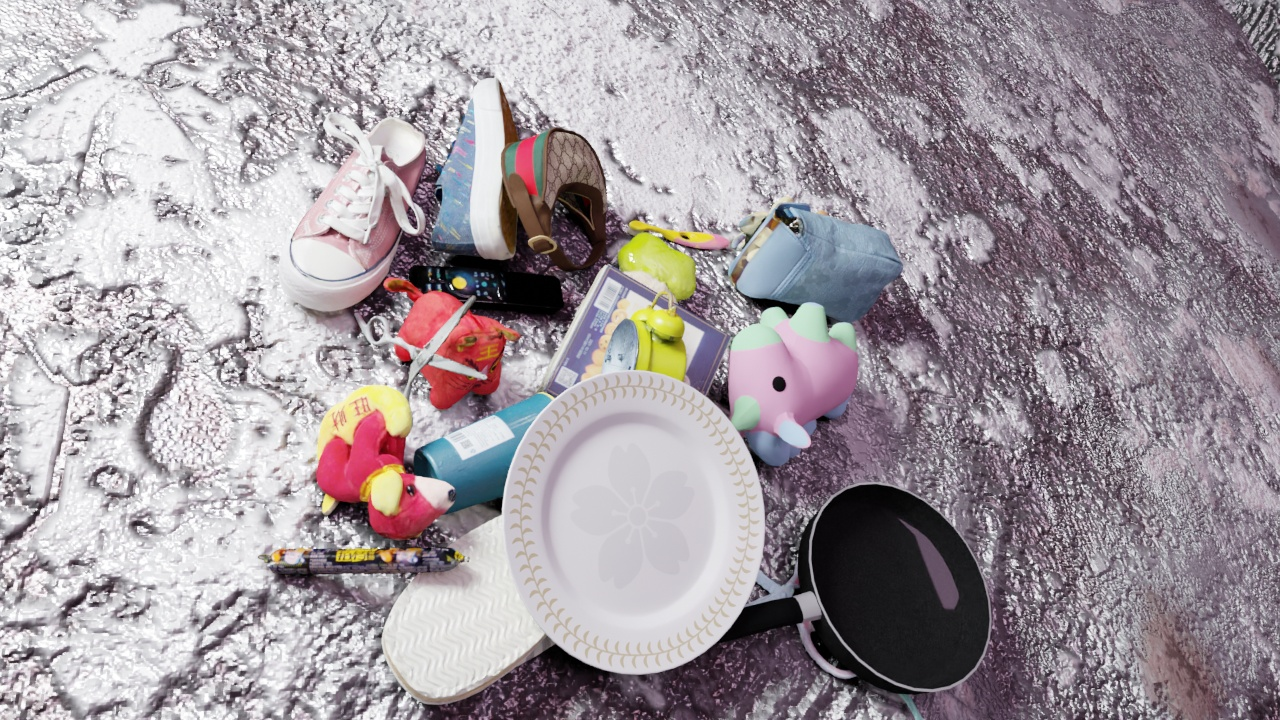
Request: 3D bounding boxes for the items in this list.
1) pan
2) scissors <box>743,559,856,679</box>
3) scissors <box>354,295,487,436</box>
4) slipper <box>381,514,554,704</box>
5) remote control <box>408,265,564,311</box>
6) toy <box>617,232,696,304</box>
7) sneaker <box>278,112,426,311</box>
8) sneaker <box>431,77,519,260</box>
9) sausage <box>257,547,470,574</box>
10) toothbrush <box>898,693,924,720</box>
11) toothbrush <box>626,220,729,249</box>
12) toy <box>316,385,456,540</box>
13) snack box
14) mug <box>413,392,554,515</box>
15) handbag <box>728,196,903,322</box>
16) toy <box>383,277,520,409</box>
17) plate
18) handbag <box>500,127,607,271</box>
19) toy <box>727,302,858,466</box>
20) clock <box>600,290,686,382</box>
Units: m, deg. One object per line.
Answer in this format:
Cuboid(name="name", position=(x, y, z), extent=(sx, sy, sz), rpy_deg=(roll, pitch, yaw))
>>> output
Cuboid(name="pan", position=(0.177, 0.224, 0.851), extent=(0.355, 0.044, 0.204), rpy_deg=(-5, 62, -29))
Cuboid(name="scissors", position=(0.154, 0.236, 0.869), extent=(0.170, 0.014, 0.168), rpy_deg=(-12, 66, -35))
Cuboid(name="scissors", position=(-0.192, -0.007, 0.775), extent=(0.175, 0.142, 0.014), rpy_deg=(31, 12, 33))
Cuboid(name="slipper", position=(-0.086, 0.172, 0.747), extent=(0.271, 0.054, 0.114), rpy_deg=(-34, 77, -35))
Cuboid(name="remote control", position=(-0.148, -0.068, 0.890), extent=(0.151, 0.020, 0.041), rpy_deg=(3, 60, -27))
Cuboid(name="toy", position=(0.012, -0.082, 0.975), extent=(0.092, 0.043, 0.117), rpy_deg=(31, 53, -12))
Cuboid(name="sneaker", position=(-0.250, -0.150, 0.839), extent=(0.118, 0.088, 0.240), rpy_deg=(25, 50, -14))
Cuboid(name="sneaker", position=(-0.169, -0.192, 0.935), extent=(0.079, 0.087, 0.235), rpy_deg=(-8, 55, 5))
Cuboid(name="sausage", position=(-0.206, 0.150, 0.686), extent=(0.155, 0.020, 0.020), rpy_deg=(1, 58, -5))
Cuboid(name="toothbrush", position=(0.241, 0.298, 0.878), extent=(0.022, 0.017, 0.135), rpy_deg=(-7, 62, -32))
Cuboid(name="toothbrush", position=(0.044, -0.143, 1.052), extent=(0.135, 0.016, 0.021), rpy_deg=(6, 56, -29))
Cuboid(name="toy", position=(-0.210, 0.084, 0.716), extent=(0.137, 0.105, 0.067), rpy_deg=(51, 8, 27))
Cuboid(name="snack box", position=(-0.005, 0.005, 0.880), extent=(0.145, 0.043, 0.144), rpy_deg=(30, 70, -11))
Cuboid(name="mug", position=(-0.123, 0.081, 0.773), extent=(0.121, 0.078, 0.078), rpy_deg=(-19, 71, -32))
Cuboid(name="handbag", position=(0.198, -0.125, 1.060), extent=(0.191, 0.122, 0.118), rpy_deg=(8, 46, -25))
Cuboid(name="toy", position=(-0.167, -0.035, 0.809), extent=(0.087, 0.094, 0.133), rpy_deg=(-33, 78, -40))
Cuboid(name="plate", position=(-0.001, 0.128, 0.749), extent=(0.242, 0.016, 0.242), rpy_deg=(6, 77, -28))
Cuboid(name="handbag", position=(-0.079, -0.159, 0.926), extent=(0.166, 0.063, 0.138), rpy_deg=(-21, 95, -70))
Cuboid(name="toy", position=(0.162, 0.030, 0.950), extent=(0.222, 0.120, 0.171), rpy_deg=(21, 69, -46))
Cuboid(name="clock", position=(0.004, -0.006, 0.814), extent=(0.057, 0.083, 0.119), rpy_deg=(13, 90, -20))
